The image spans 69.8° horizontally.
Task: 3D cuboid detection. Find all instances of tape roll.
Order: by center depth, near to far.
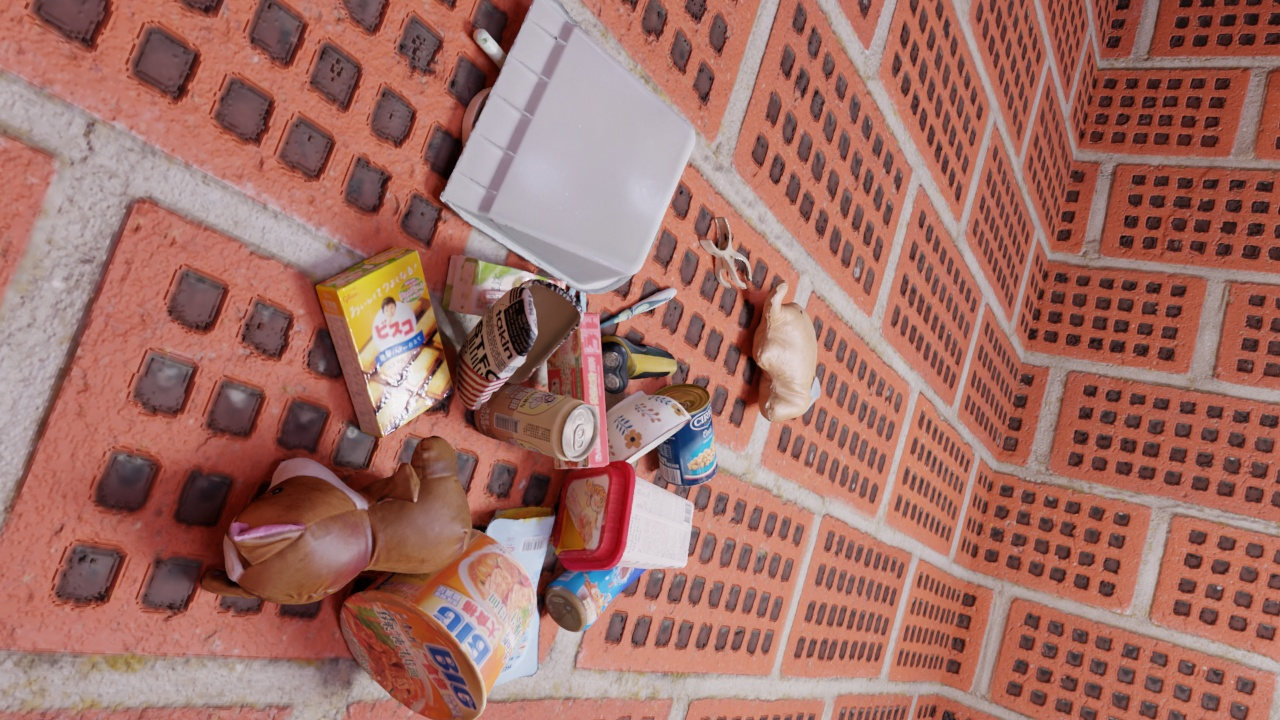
[{"bbox_3d":[-0.130,-0.208,0.848,0.085,0.014,0.086,-22,118,-50],"label":"tape roll"}]

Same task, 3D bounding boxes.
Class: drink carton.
[{"bbox_3d":[-0.126,-0.063,0.869,0.122,0.046,0.053,9,94,-55],"label":"drink carton"}]

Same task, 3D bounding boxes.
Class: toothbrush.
[{"bbox_3d":[-0.099,-0.249,0.875,0.029,0.020,0.189,-39,143,8],"label":"toothbrush"},{"bbox_3d":[-0.010,-0.055,1.064,0.191,0.018,0.016,-29,122,-48],"label":"toothbrush"}]

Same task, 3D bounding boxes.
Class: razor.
[{"bbox_3d":[-0.006,0.006,1.059,0.167,0.062,0.067,4,66,-61],"label":"razor"}]

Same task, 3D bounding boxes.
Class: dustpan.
[{"bbox_3d":[-0.060,-0.185,0.925,0.257,0.143,0.222,27,80,-24],"label":"dustpan"}]

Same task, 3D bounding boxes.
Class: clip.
[{"bbox_3d":[0.112,-0.135,1.202,0.071,0.035,0.100,-54,134,-29],"label":"clip"}]

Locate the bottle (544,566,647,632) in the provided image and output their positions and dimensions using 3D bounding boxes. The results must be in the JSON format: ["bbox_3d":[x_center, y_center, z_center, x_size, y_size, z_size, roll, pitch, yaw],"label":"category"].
[{"bbox_3d":[-0.024,0.235,1.092,0.218,0.065,0.065,-34,127,-46],"label":"bottle"}]

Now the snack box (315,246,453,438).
[{"bbox_3d":[-0.212,-0.015,0.774,0.086,0.034,0.140,-38,128,-44],"label":"snack box"}]

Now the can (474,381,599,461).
[{"bbox_3d":[-0.101,0.057,0.880,0.058,0.116,0.058,-21,117,-51],"label":"can"}]

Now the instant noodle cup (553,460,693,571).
[{"bbox_3d":[-0.015,0.180,1.008,0.124,0.117,0.116,22,66,-32],"label":"instant noodle cup"}]

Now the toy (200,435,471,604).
[{"bbox_3d":[-0.233,0.124,0.715,0.199,0.130,0.140,-19,154,-40],"label":"toy"}]

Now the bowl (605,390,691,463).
[{"bbox_3d":[-0.004,0.074,1.056,0.113,0.114,0.062,-23,76,-50],"label":"bowl"}]

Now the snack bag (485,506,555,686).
[{"bbox_3d":[-0.136,0.250,0.960,0.110,0.039,0.191,0,101,-61],"label":"snack bag"}]

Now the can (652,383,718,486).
[{"bbox_3d":[0.056,0.095,1.153,0.075,0.075,0.111,-39,131,-43],"label":"can"}]

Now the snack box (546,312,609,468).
[{"bbox_3d":[-0.065,0.032,0.924,0.025,0.075,0.153,-1,84,-34],"label":"snack box"}]

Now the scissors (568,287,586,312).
[{"bbox_3d":[-0.066,-0.101,0.974,0.113,0.017,0.134,40,71,-54],"label":"scissors"}]

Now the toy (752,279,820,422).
[{"bbox_3d":[0.210,-0.022,1.335,0.143,0.083,0.226,-44,132,-51],"label":"toy"}]

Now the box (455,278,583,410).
[{"bbox_3d":[-0.107,-0.015,0.819,0.087,0.163,0.076,-7,67,-33],"label":"box"}]

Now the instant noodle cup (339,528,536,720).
[{"bbox_3d":[-0.171,0.227,0.816,0.111,0.151,0.151,-47,136,-49],"label":"instant noodle cup"}]
